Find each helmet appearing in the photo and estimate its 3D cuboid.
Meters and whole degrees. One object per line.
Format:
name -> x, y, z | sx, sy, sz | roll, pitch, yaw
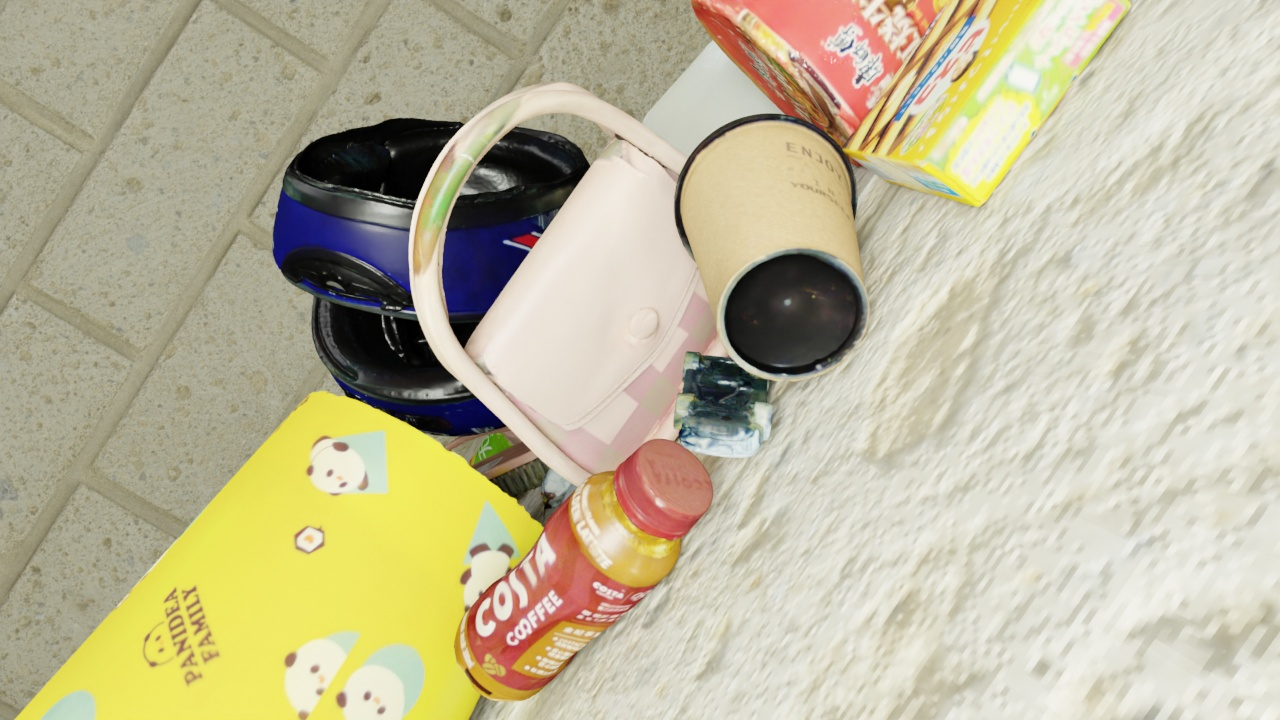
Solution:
helmet -> -0.154, -0.056, 0.746 | 0.314, 0.247, 0.241 | -49, -31, -62

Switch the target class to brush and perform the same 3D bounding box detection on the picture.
brush -> -0.122, 0.088, 0.830 | 0.146, 0.073, 0.063 | -27, 7, 27

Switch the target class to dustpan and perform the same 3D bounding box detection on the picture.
dustpan -> 0.117, -0.184, 0.731 | 0.223, 0.142, 0.257 | -45, 39, 16

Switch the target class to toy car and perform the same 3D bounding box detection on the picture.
toy car -> 0.038, 0.021, 0.422 | 0.090, 0.043, 0.034 | -72, -10, -70

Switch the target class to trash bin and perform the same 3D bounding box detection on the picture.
trash bin -> -0.193, 0.173, 0.536 | 0.254, 0.229, 0.230 | -59, 9, -24

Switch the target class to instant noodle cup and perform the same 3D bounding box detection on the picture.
instant noodle cup -> 0.113, -0.195, 0.515 | 0.109, 0.138, 0.137 | -47, 10, 10

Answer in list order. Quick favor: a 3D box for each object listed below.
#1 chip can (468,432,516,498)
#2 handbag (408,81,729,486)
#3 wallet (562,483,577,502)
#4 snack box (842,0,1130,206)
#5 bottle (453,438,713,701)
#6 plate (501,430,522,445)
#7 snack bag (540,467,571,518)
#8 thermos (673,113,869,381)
chip can -> -0.133, 0.092, 1.007 | 0.222, 0.072, 0.072 | -52, 10, 31
handbag -> -0.034, -0.047, 0.489 | 0.193, 0.093, 0.234 | -56, -35, -4
wallet -> -0.029, 0.096, 0.602 | 0.121, 0.019, 0.097 | -48, 14, 38
snack box -> 0.138, -0.116, 0.394 | 0.087, 0.033, 0.140 | -55, 10, 13
bottle -> -0.030, 0.102, 0.438 | 0.175, 0.057, 0.057 | -51, 10, 36
plate -> -0.085, -0.023, 0.905 | 0.230, 0.028, 0.229 | -28, 50, 39
snack bag -> -0.059, 0.085, 0.773 | 0.104, 0.026, 0.048 | -60, -2, -20
thermos -> 0.062, -0.054, 0.424 | 0.093, 0.093, 0.143 | -53, 17, 26
